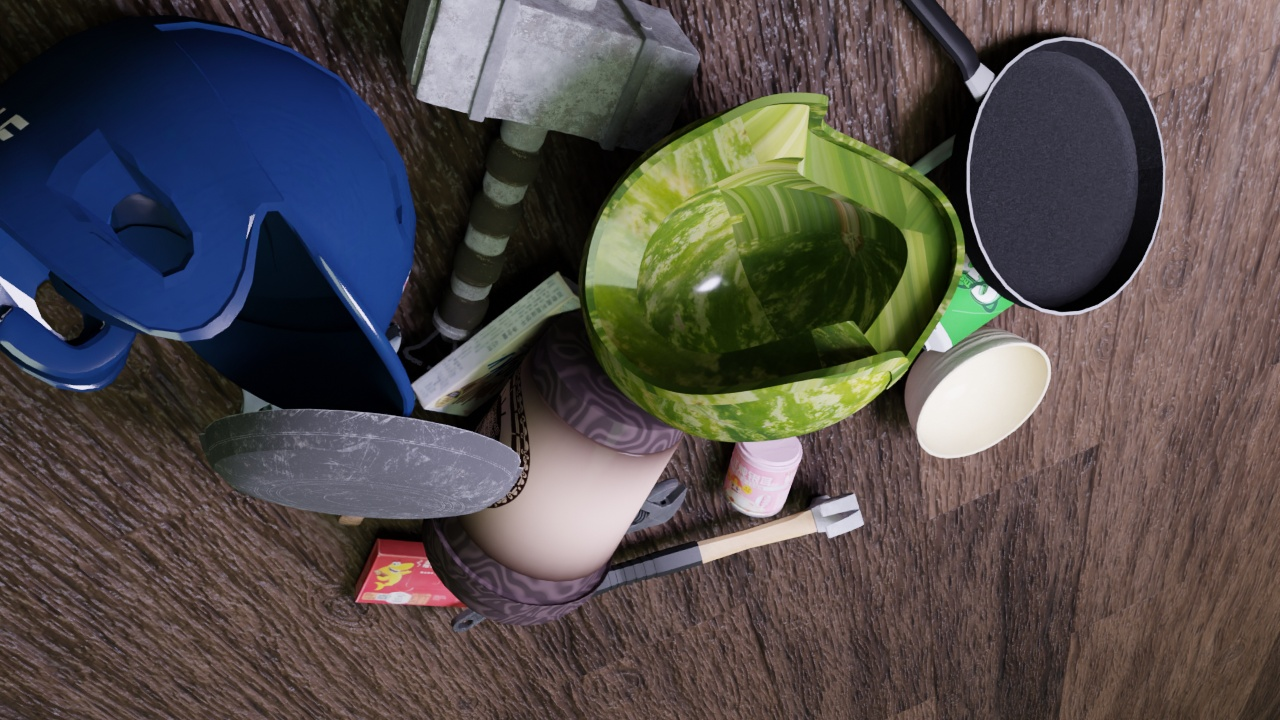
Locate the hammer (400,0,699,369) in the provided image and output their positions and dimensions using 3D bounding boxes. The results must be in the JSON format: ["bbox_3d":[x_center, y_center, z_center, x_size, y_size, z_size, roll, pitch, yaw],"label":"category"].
[{"bbox_3d":[-0.101,-0.115,0.658,0.176,0.079,0.327,6,130,-27],"label":"hammer"}]

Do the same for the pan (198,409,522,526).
[{"bbox_3d":[-0.208,0.099,0.681,0.207,0.040,0.358,8,159,-17],"label":"pan"}]

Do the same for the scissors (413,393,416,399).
[{"bbox_3d":[-0.222,0.053,0.763,0.134,0.011,0.140,-31,148,-7],"label":"scissors"}]

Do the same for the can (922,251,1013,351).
[{"bbox_3d":[0.302,-0.077,0.844,0.140,0.087,0.088,-37,132,9],"label":"can"}]

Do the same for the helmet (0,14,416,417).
[{"bbox_3d":[-0.231,-0.064,0.533,0.272,0.233,0.222,55,52,-21],"label":"helmet"}]

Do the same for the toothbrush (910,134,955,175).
[{"bbox_3d":[0.226,-0.155,0.797,0.155,0.015,0.022,-36,98,9],"label":"toothbrush"}]

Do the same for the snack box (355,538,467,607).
[{"bbox_3d":[-0.203,0.212,0.902,0.132,0.021,0.089,11,133,-26],"label":"snack box"}]

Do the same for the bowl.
[{"bbox_3d":[0.334,0.021,0.948,0.150,0.075,0.151,-12,131,-14],"label":"bowl"}]

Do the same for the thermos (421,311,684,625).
[{"bbox_3d":[-0.065,0.085,0.752,0.172,0.172,0.227,11,129,-30],"label":"thermos"}]

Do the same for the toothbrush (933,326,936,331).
[{"bbox_3d":[0.170,-0.073,0.729,0.010,0.181,0.010,-20,132,-23],"label":"toothbrush"}]

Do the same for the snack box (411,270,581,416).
[{"bbox_3d":[-0.106,-0.010,0.741,0.150,0.026,0.082,-37,167,7],"label":"snack box"}]

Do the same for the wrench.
[{"bbox_3d":[-0.071,0.198,0.931,0.273,0.018,0.073,-31,143,-4],"label":"wrench"}]

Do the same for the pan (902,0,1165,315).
[{"bbox_3d":[0.304,-0.189,0.745,0.356,0.034,0.225,38,79,-22],"label":"pan"}]

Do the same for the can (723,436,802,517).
[{"bbox_3d":[0.124,0.111,0.940,0.067,0.067,0.076,-5,130,-20],"label":"can"}]

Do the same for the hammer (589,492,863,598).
[{"bbox_3d":[0.077,0.200,0.977,0.328,0.039,0.131,-15,172,-6],"label":"hammer"}]

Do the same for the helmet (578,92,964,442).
[{"bbox_3d":[0.082,-0.053,0.627,0.244,0.213,0.246,-21,173,33],"label":"helmet"}]

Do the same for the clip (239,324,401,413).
[{"bbox_3d":[-0.269,-0.009,0.701,0.164,0.032,0.166,-19,131,-7],"label":"clip"}]
